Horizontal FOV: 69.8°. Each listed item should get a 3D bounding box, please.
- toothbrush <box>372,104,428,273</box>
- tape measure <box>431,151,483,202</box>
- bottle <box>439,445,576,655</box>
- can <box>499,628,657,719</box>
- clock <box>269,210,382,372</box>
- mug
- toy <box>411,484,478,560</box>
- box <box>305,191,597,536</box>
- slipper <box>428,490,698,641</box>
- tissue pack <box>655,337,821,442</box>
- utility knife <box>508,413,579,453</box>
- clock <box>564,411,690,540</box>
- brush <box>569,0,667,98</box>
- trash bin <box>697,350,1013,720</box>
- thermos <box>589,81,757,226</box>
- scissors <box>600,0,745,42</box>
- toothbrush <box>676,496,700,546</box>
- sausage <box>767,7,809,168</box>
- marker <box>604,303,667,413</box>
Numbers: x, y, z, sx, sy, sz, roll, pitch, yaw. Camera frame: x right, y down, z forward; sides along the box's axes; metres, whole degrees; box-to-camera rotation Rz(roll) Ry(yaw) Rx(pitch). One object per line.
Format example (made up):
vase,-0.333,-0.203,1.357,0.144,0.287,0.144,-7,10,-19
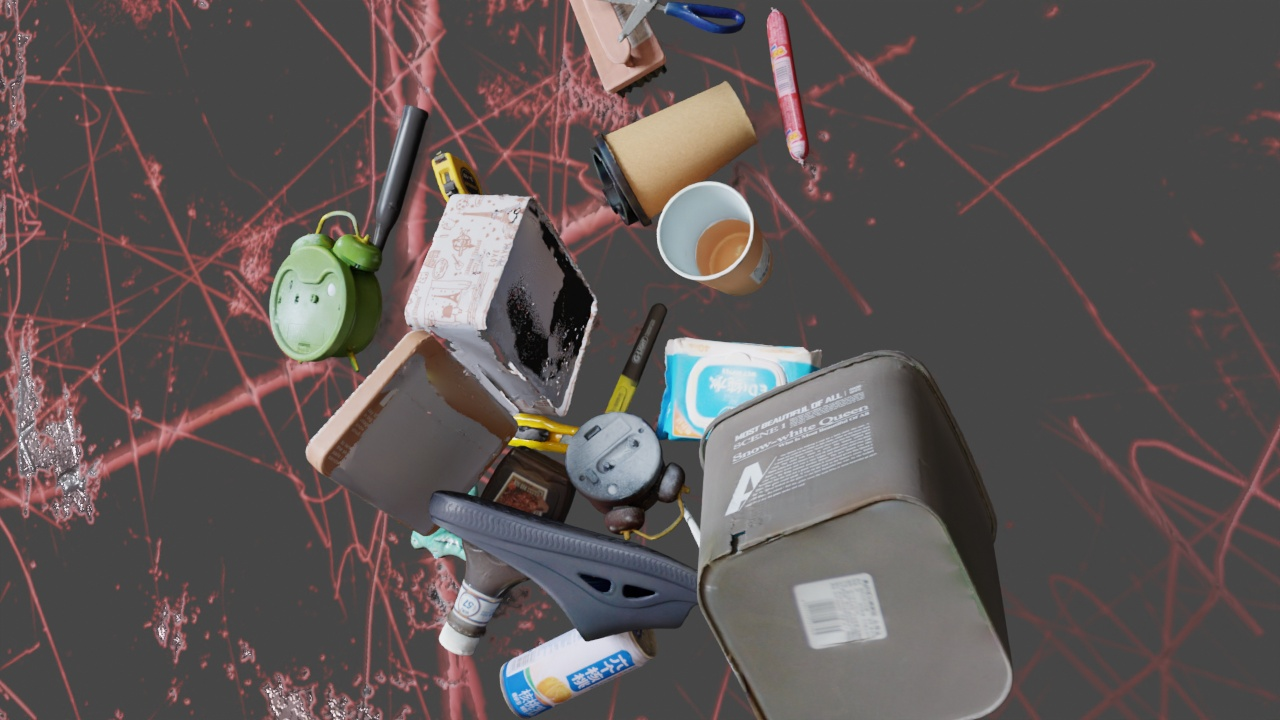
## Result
toothbrush,-0.259,-0.157,0.948,0.027,0.026,0.212,17,92,39
tape measure,-0.180,-0.170,0.903,0.029,0.060,0.057,-21,82,15
bottle,-0.129,0.178,0.846,0.080,0.044,0.195,27,93,8
can,-0.054,0.264,0.805,0.135,0.053,0.053,-29,74,15
clock,-0.315,-0.072,0.930,0.116,0.056,0.161,7,91,32
mug,0.071,-0.094,0.767,0.078,0.122,0.078,-3,82,21
toy,-0.184,0.151,0.882,0.096,0.030,0.092,31,99,13
box,-0.142,0.010,0.769,0.107,0.178,0.271,18,69,27
slipper,-0.052,0.179,0.754,0.268,0.111,0.083,19,83,-2
tissue pack,0.084,0.030,0.778,0.140,0.063,0.090,5,86,20
utility knife,-0.069,0.071,0.854,0.155,0.015,0.033,7,88,20
clock,-0.011,0.099,0.780,0.082,0.055,0.122,-38,59,-10
brush,-0.029,-0.325,0.860,0.063,0.073,0.145,-26,73,16
trash bin,0.142,0.129,0.632,0.199,0.219,0.198,-24,99,17
thermos,0.027,-0.185,0.818,0.143,0.093,0.093,-29,74,5
scissors,0.017,-0.325,0.828,0.162,0.012,0.175,16,49,-7
toothbrush,0.045,0.146,0.746,0.016,0.016,0.180,-40,32,4
sausage,0.131,-0.244,0.819,0.020,0.020,0.155,-11,79,18
marker,-0.005,0.005,0.840,0.018,0.015,0.124,23,90,18
